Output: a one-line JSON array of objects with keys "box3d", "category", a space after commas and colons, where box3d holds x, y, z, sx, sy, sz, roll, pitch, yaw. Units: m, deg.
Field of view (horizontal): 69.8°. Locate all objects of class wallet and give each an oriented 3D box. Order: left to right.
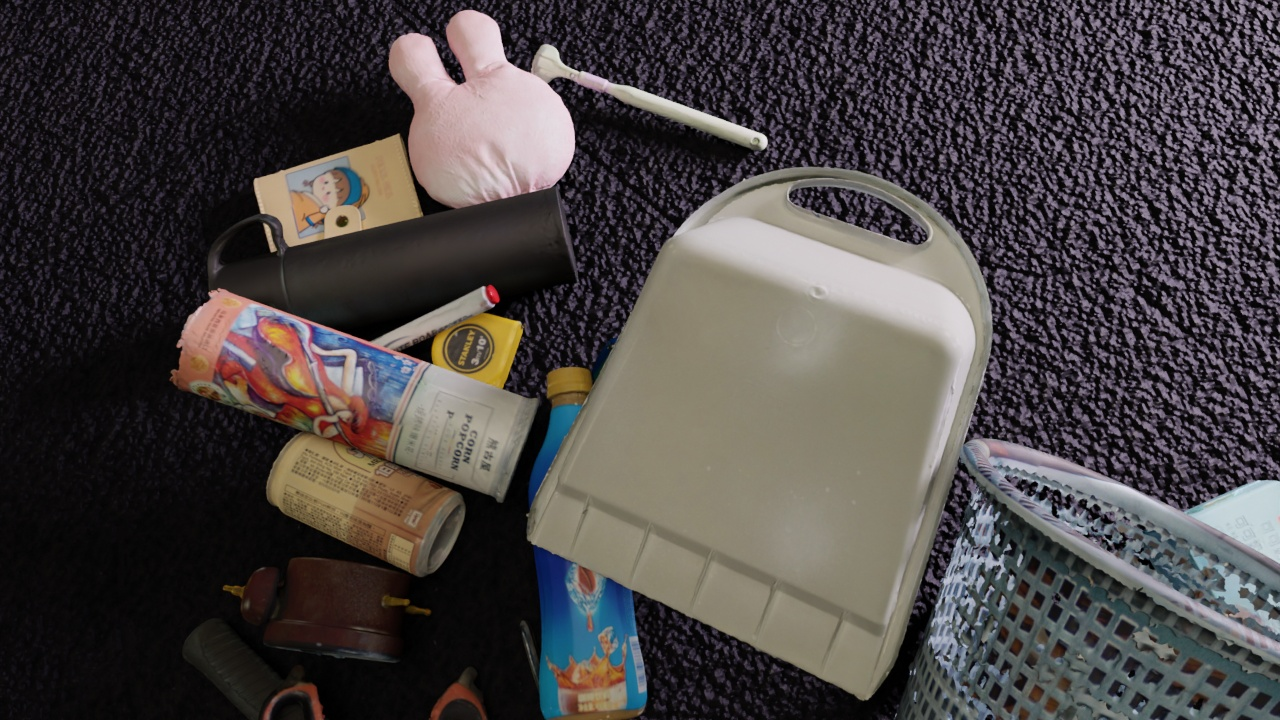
[{"box3d": [-0.222, -0.114, 0.679, 0.115, 0.024, 0.087, -18, 69, -3], "category": "wallet"}]

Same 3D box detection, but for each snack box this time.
[{"box3d": [0.384, 0.165, 0.550, 0.074, 0.052, 0.174, -23, 74, -3], "category": "snack box"}]

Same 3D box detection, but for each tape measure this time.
[{"box3d": [-0.114, -0.004, 0.637, 0.057, 0.029, 0.060, 15, 75, 6], "category": "tape measure"}, {"box3d": [-0.004, 0.004, 0.615, 0.054, 0.058, 0.025, -5, 70, -22], "category": "tape measure"}]

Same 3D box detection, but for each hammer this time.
[{"box3d": [-0.163, 0.254, 0.540, 0.301, 0.033, 0.128, 33, 39, 20], "category": "hammer"}]

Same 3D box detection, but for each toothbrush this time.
[{"box3d": [-0.048, 0.250, 0.567, 0.018, 0.015, 0.181, -21, 74, 6], "category": "toothbrush"}, {"box3d": [0.007, -0.195, 0.693, 0.189, 0.020, 0.029, 22, 106, 8], "category": "toothbrush"}]

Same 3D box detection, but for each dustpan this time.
[{"box3d": [0.088, 0.016, 0.548, 0.223, 0.142, 0.258, 22, 108, 14], "category": "dustpan"}]

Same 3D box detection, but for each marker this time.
[{"box3d": [-0.161, -0.016, 0.627, 0.145, 0.017, 0.017, -23, 73, 15], "category": "marker"}]

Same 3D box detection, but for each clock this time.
[{"box3d": [-0.197, 0.153, 0.568, 0.122, 0.082, 0.055, 6, 70, 4], "category": "clock"}]

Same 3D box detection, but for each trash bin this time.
[{"box3d": [0.229, 0.177, 0.470, 0.226, 0.226, 0.195, 26, 104, 10], "category": "trash bin"}]

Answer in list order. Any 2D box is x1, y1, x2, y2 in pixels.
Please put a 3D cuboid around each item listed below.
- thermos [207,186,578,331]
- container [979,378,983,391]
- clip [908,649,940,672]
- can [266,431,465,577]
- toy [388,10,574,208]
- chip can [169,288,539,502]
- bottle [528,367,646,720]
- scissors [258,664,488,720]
[{"box3d": [-0.170, -0.071, 0.630, 0.242, 0.090, 0.068, -12, 31, -1], "category": "thermos"}, {"box3d": [0.149, -0.013, 0.596, 0.114, 0.090, 0.090, -3, 73, 5], "category": "container"}, {"box3d": [0.186, 0.173, 0.572, 0.043, 0.027, 0.058, 31, 85, 26], "category": "clip"}, {"box3d": [-0.177, 0.092, 0.596, 0.116, 0.058, 0.058, 22, 76, 9], "category": "can"}, {"box3d": [-0.119, -0.183, 0.676, 0.121, 0.054, 0.159, -23, 77, -6], "category": "toy"}, {"box3d": [-0.177, 0.022, 0.585, 0.214, 0.071, 0.071, 20, 75, -4], "category": "chip can"}, {"box3d": [-0.038, 0.112, 0.580, 0.065, 0.065, 0.218, -7, 74, 1], "category": "bottle"}, {"box3d": [-0.144, 0.254, 0.506, 0.189, 0.015, 0.226, 22, 37, 6], "category": "scissors"}]
